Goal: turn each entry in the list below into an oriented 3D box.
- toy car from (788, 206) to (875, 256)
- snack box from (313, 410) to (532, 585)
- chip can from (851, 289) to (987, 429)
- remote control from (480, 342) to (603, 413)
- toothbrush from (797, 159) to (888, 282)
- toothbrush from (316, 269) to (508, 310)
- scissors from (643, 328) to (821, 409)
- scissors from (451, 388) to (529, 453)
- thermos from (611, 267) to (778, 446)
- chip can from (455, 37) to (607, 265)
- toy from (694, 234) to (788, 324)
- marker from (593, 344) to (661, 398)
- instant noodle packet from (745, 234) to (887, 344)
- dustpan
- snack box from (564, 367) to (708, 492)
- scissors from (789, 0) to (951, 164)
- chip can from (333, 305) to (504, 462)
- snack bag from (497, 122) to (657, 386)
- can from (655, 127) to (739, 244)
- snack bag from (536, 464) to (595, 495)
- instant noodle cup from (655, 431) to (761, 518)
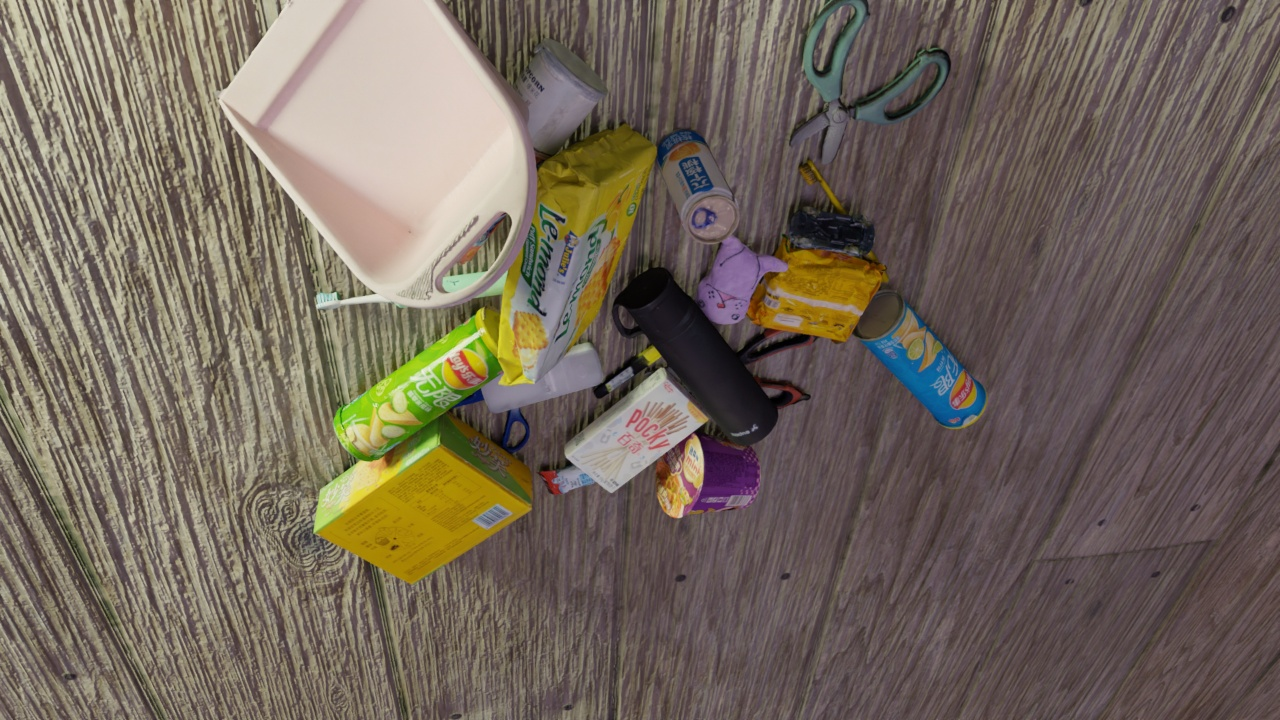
[{"bbox_3d":[0.199,-0.133,0.960,0.090,0.034,0.043,8,87,-5],"label":"toy car"},{"bbox_3d":[-0.255,0.164,1.086,0.210,0.070,0.157,-34,128,20],"label":"snack box"},{"bbox_3d":[0.333,0.002,1.092,0.071,0.071,0.210,-39,126,18],"label":"chip can"},{"bbox_3d":[-0.111,0.019,1.030,0.136,0.020,0.056,-16,127,-4],"label":"remote control"},{"bbox_3d":[0.221,-0.145,0.986,0.017,0.015,0.190,-31,129,19],"label":"toothbrush"},{"bbox_3d":[-0.218,-0.071,0.941,0.224,0.027,0.026,-8,162,-6],"label":"toothbrush"},{"bbox_3d":[0.118,0.014,1.091,0.226,0.015,0.189,20,121,-26],"label":"scissors"},{"bbox_3d":[-0.153,0.045,1.058,0.173,0.012,0.163,-12,129,-4],"label":"scissors"},{"bbox_3d":[0.060,0.001,1.023,0.090,0.068,0.242,-16,132,32],"label":"thermos"},{"bbox_3d":[-0.124,-0.186,0.840,0.071,0.071,0.215,30,117,-31],"label":"chip can"},{"bbox_3d":[0.100,-0.083,0.989,0.084,0.038,0.108,26,125,-3],"label":"toy"},{"bbox_3d":[-0.006,0.006,1.058,0.124,0.015,0.018,-37,126,18],"label":"marker"},{"bbox_3d":[0.190,-0.077,1.013,0.128,0.044,0.111,13,125,-15],"label":"instant noodle packet"},{"bbox_3d":[-0.204,-0.182,0.733,0.273,0.138,0.223,38,116,-17],"label":"dustpan"},{"bbox_3d":[-0.005,0.085,1.089,0.157,0.026,0.084,-38,121,14],"label":"snack box"},{"bbox_3d":[0.225,-0.269,0.886,0.181,0.019,0.171,-4,127,-11],"label":"scissors"},{"bbox_3d":[-0.231,0.029,0.989,0.221,0.072,0.072,-34,128,14],"label":"chip can"},{"bbox_3d":[-0.068,-0.103,0.875,0.068,0.157,0.247,27,123,9],"label":"snack bag"},{"bbox_3d":[0.052,-0.164,0.856,0.053,0.134,0.053,-6,130,-8],"label":"can"},{"bbox_3d":[-0.073,0.140,1.142,0.104,0.026,0.048,-20,132,2],"label":"snack bag"},{"bbox_3d":[0.086,0.139,1.133,0.099,0.111,0.112,6,127,-29],"label":"instant noodle cup"}]
